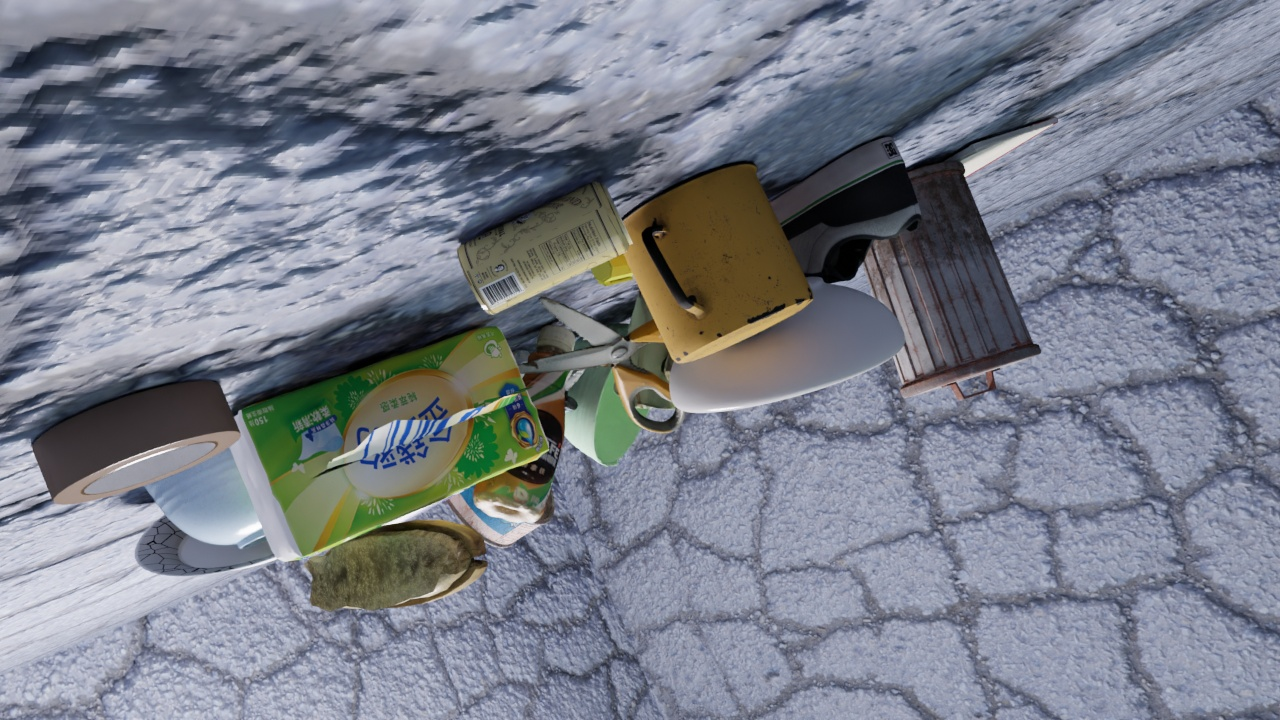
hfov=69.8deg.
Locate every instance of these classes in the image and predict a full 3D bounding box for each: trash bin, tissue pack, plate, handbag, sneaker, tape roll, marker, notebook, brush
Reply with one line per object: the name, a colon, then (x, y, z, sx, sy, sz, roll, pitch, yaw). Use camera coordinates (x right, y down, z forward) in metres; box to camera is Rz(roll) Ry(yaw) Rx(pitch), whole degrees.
trash bin: (0.286, -0.067, 0.880, 0.131, 0.211, 0.131, -17, 172, -3)
tissue pack: (-0.156, 0.048, 0.614, 0.197, 0.120, 0.142, -29, -178, -34)
plate: (-0.321, 0.136, 0.774, 0.188, 0.016, 0.188, -8, -161, 3)
handbag: (0.055, -0.014, 0.884, 0.117, 0.113, 0.186, 16, -167, 24)
sneaker: (0.123, -0.086, 0.741, 0.084, 0.079, 0.236, -22, 175, -39)
tape roll: (-0.266, 0.044, 0.489, 0.093, 0.030, 0.094, -24, 175, -2)
marker: (0.009, -0.073, 0.661, 0.123, 0.017, 0.021, -21, 130, -52)
notebook: (0.318, -0.191, 0.980, 0.152, 0.012, 0.209, -22, 175, -34)
brush: (-0.180, 0.147, 0.649, 0.196, 0.059, 0.043, -17, 172, 39)

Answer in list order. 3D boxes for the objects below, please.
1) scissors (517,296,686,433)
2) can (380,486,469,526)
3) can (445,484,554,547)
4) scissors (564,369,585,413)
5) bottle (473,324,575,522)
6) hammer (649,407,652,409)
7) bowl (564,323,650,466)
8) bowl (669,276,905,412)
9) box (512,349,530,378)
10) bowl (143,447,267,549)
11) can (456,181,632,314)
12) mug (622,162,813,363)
scissors: (-0.004, 0.002, 0.752, 0.225, 0.016, 0.217, -13, 137, -17)
can: (-0.190, 0.075, 0.760, 0.092, 0.116, 0.056, -29, 134, 16)
can: (-0.135, 0.103, 0.836, 0.044, 0.130, 0.129, -34, 173, 12)
scissors: (-0.099, 0.046, 0.882, 0.144, 0.126, 0.019, -6, -141, 20)
bottle: (-0.089, 0.049, 0.765, 0.059, 0.166, 0.059, 12, 155, 5)
hammer: (-0.090, 0.031, 1.058, 0.316, 0.083, 0.163, -12, 169, -36)
bowl: (-0.042, 0.026, 0.945, 0.077, 0.151, 0.150, 18, -168, 21)
bowl: (0.100, -0.020, 0.681, 0.176, 0.066, 0.176, -17, -173, 2)
box: (-0.178, 0.070, 0.924, 0.189, 0.037, 0.209, -25, 157, -11)
bowl: (-0.285, 0.095, 0.697, 0.150, 0.074, 0.150, -25, 175, -2)
can: (-0.047, -0.056, 0.455, 0.079, 0.038, 0.038, -25, 175, 3)
mug: (0.041, -0.055, 0.564, 0.101, 0.094, 0.123, -27, 175, 28)
